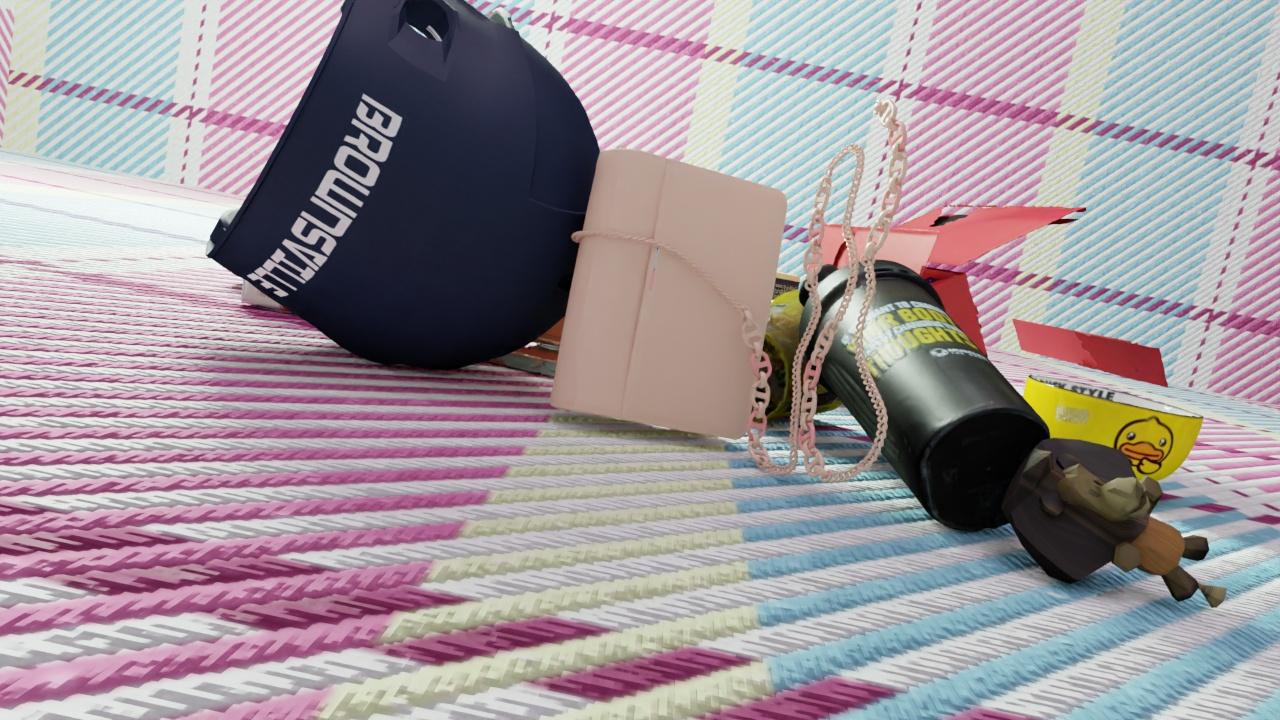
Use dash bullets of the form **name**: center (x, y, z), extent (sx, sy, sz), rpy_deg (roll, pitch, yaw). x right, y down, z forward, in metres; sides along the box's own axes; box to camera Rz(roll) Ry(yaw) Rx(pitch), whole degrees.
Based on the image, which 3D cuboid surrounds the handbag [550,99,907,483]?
- **handbag**: center (0.038, -0.048, 0.491), extent (0.116, 0.198, 0.187), rpy_deg (12, -3, -24)

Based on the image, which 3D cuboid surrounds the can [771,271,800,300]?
- **can**: center (0.082, -0.043, 0.892), extent (0.075, 0.104, 0.135), rpy_deg (5, 10, -38)

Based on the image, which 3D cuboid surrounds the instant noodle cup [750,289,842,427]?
- **instant noodle cup**: center (0.100, 0.002, 0.674), extent (0.102, 0.102, 0.108), rpy_deg (16, 17, 31)

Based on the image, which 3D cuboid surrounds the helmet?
- **helmet**: center (-0.130, -0.115, 0.611), extent (0.223, 0.233, 0.271), rpy_deg (28, 27, -29)

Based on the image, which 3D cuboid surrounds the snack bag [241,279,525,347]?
- **snack bag**: center (-0.194, -0.063, 0.729), extent (0.225, 0.077, 0.041), rpy_deg (10, 7, -8)

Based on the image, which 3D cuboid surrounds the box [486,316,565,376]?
- **box**: center (-0.040, -0.013, 0.684), extent (0.187, 0.054, 0.078), rpy_deg (11, 41, 8)

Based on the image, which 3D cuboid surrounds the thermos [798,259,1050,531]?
- **thermos**: center (0.160, 0.010, 0.542), extent (0.098, 0.098, 0.220), rpy_deg (10, 22, -10)

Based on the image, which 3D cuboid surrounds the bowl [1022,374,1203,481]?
- **bowl**: center (0.336, 0.057, 0.669), extent (0.117, 0.068, 0.117), rpy_deg (11, 8, -2)

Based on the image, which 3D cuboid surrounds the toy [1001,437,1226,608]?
- **toy**: center (0.214, 0.076, 0.410), extent (0.100, 0.063, 0.076), rpy_deg (32, 57, 12)

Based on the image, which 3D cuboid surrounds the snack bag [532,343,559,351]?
- **snack bag**: center (-0.004, 0.004, 0.739), extent (0.155, 0.018, 0.074), rpy_deg (14, 10, 14)

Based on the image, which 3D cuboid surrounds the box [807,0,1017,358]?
- **box**: center (0.246, -0.153, 0.840), extent (0.107, 0.410, 0.211), rpy_deg (0, 10, -14)
